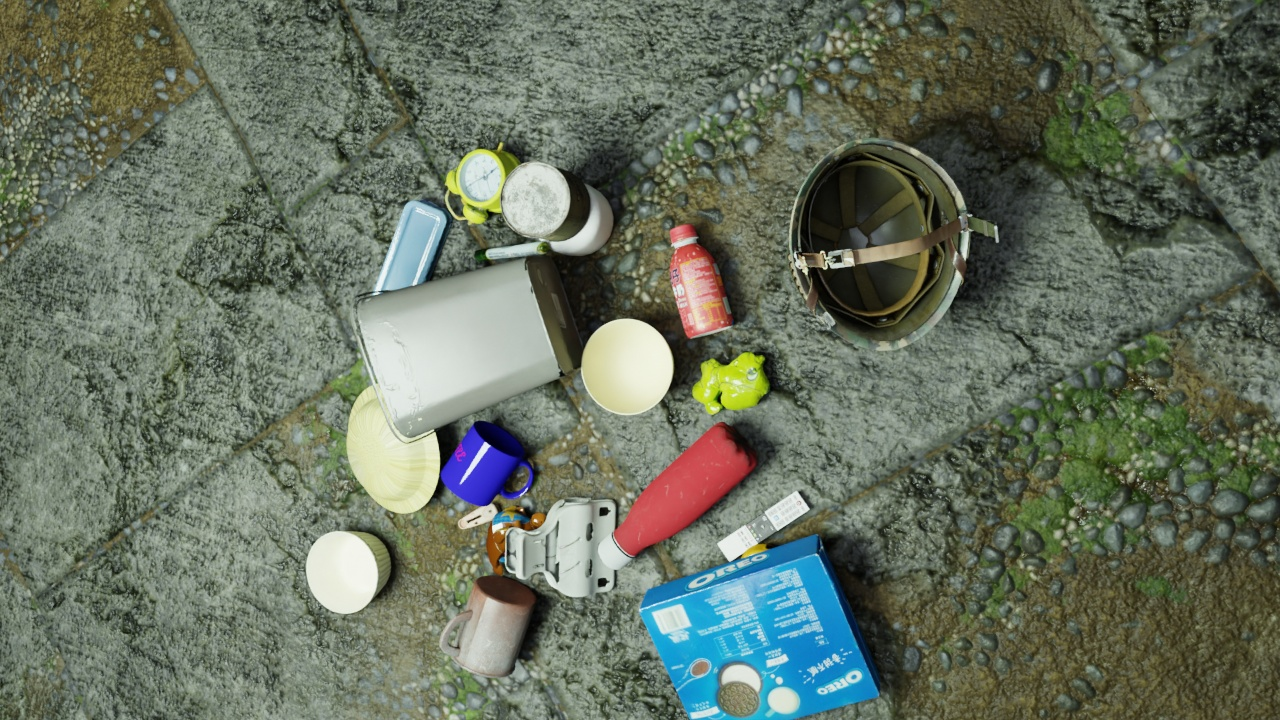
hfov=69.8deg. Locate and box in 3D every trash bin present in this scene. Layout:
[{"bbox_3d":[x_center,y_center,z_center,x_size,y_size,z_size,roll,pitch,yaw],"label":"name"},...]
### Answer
[{"bbox_3d":[-0.206,-0.028,1.163,0.220,0.197,0.197,-18,94,11],"label":"trash bin"}]

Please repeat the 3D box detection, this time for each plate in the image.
[{"bbox_3d":[-0.355,0.125,1.262,0.185,0.036,0.184,7,102,33],"label":"plate"}]

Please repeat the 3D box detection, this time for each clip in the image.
[{"bbox_3d":[-0.223,0.214,1.257,0.061,0.049,0.026,-25,83,44],"label":"clip"},{"bbox_3d":[-0.106,0.244,1.198,0.150,0.089,0.125,0,91,-19],"label":"clip"}]

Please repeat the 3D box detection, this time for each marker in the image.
[{"bbox_3d":[-0.169,-0.142,1.199,0.147,0.017,0.017,1,93,45],"label":"marker"}]

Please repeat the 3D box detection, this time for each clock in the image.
[{"bbox_3d":[-0.209,-0.232,1.223,0.119,0.057,0.083,-32,83,22],"label":"clock"}]

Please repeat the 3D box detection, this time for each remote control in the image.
[{"bbox_3d":[0.154,0.208,1.150,0.124,0.011,0.028,-37,82,15],"label":"remote control"}]

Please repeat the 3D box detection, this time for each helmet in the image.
[{"bbox_3d":[0.256,-0.123,0.990,0.193,0.236,0.224,-12,85,2],"label":"helmet"}]

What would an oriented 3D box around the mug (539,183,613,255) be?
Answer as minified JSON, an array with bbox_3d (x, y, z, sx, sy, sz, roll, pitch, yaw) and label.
[{"bbox_3d":[-0.095,-0.189,1.182,0.115,0.068,0.094,42,103,11],"label":"mug"}]

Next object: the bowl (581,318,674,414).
[{"bbox_3d":[-0.007,0.007,1.159,0.118,0.074,0.118,1,92,17],"label":"bowl"}]

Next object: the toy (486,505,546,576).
[{"bbox_3d":[-0.162,0.248,1.234,0.090,0.070,0.103,7,109,0],"label":"toy"}]

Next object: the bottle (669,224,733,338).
[{"bbox_3d":[0.069,-0.100,1.140,0.062,0.062,0.137,-16,86,17],"label":"bottle"}]

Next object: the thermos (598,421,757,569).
[{"bbox_3d":[0.040,0.178,1.153,0.240,0.073,0.073,-44,80,15],"label":"thermos"}]

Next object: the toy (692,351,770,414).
[{"bbox_3d":[0.114,0.028,1.145,0.093,0.036,0.094,26,101,21],"label":"toy"}]

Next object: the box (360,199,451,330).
[{"bbox_3d":[-0.325,-0.122,1.283,0.067,0.052,0.210,22,101,-7],"label":"box"}]

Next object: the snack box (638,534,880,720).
[{"bbox_3d":[0.145,0.341,1.117,0.239,0.056,0.195,-22,98,16],"label":"snack box"}]

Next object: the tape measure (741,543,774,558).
[{"bbox_3d":[0.152,0.259,1.140,0.059,0.030,0.068,42,108,3],"label":"tape measure"}]

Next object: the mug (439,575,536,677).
[{"bbox_3d":[-0.206,0.350,1.213,0.096,0.122,0.110,18,94,44],"label":"mug"}]

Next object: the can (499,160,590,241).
[{"bbox_3d":[-0.114,-0.191,1.112,0.090,0.074,0.090,1,94,17],"label":"can"}]

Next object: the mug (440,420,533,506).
[{"bbox_3d":[-0.197,0.145,1.229,0.111,0.079,0.084,32,102,-15],"label":"mug"}]

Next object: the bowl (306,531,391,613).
[{"bbox_3d":[-0.406,0.293,1.300,0.115,0.062,0.115,1,93,17],"label":"bowl"}]
